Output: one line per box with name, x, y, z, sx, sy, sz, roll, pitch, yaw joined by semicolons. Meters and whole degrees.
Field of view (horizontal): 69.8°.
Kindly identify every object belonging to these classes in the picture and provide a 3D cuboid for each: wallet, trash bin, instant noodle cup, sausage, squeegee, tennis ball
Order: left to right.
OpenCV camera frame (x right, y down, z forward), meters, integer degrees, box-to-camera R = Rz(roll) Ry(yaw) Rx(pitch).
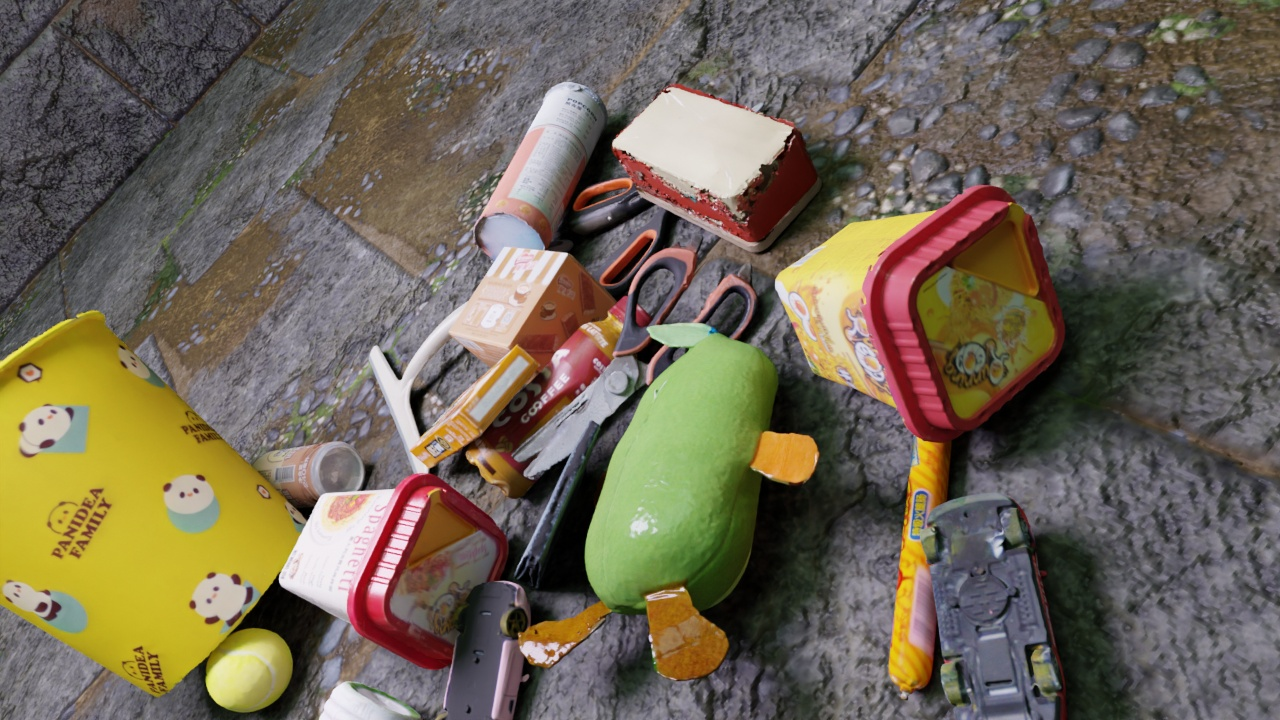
trash bin;-0.437;0.127;0.766;0.230;0.255;0.229;-42;14;13
tennis ball;-0.315;0.250;0.740;0.066;0.065;0.065;-24;43;25
instant noodle cup;-0.181;0.147;0.660;0.124;0.116;0.116;-1;56;33
squeegee;-0.163;-0.037;0.877;0.246;0.039;0.246;-44;39;2
wallet;-0.056;0.100;0.621;0.121;0.019;0.097;115;179;-66
instant noodle cup;0.152;-0.030;0.526;0.115;0.116;0.124;-35;23;-19
sausage;0.150;0.098;0.489;0.021;0.021;0.164;-9;50;37

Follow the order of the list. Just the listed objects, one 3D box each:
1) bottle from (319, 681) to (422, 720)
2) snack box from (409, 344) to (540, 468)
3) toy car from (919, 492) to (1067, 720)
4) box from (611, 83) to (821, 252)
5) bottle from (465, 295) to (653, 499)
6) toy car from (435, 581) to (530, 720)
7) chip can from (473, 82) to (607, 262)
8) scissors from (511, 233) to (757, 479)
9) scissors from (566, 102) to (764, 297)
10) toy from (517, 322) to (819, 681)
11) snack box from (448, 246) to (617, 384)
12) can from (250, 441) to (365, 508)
bottle;-0.216;0.314;0.596;0.068;0.068;0.196;10;67;46
snack box;-0.135;0.040;0.732;0.075;0.026;0.154;-51;10;-29
toy car;0.167;0.122;0.434;0.053;0.045;0.120;-18;51;28
box;0.053;-0.164;0.744;0.091;0.079;0.168;-48;45;-7
bottle;-0.057;0.026;0.711;0.175;0.057;0.057;-47;38;-2
toy car;-0.102;0.209;0.610;0.056;0.037;0.122;-8;64;38
chip can;-0.093;-0.183;0.895;0.071;0.071;0.214;-15;40;33
scissors;-0.014;-0.005;0.674;0.206;0.015;0.194;-5;83;2
scissors;0.024;-0.140;0.819;0.221;0.021;0.223;2;60;36
toy;0.025;0.080;0.565;0.228;0.090;0.246;-17;42;50
snack box;-0.089;-0.035;0.778;0.093;0.077;0.094;13;66;47
can;-0.319;0.111;0.871;0.117;0.058;0.058;-11;50;36
